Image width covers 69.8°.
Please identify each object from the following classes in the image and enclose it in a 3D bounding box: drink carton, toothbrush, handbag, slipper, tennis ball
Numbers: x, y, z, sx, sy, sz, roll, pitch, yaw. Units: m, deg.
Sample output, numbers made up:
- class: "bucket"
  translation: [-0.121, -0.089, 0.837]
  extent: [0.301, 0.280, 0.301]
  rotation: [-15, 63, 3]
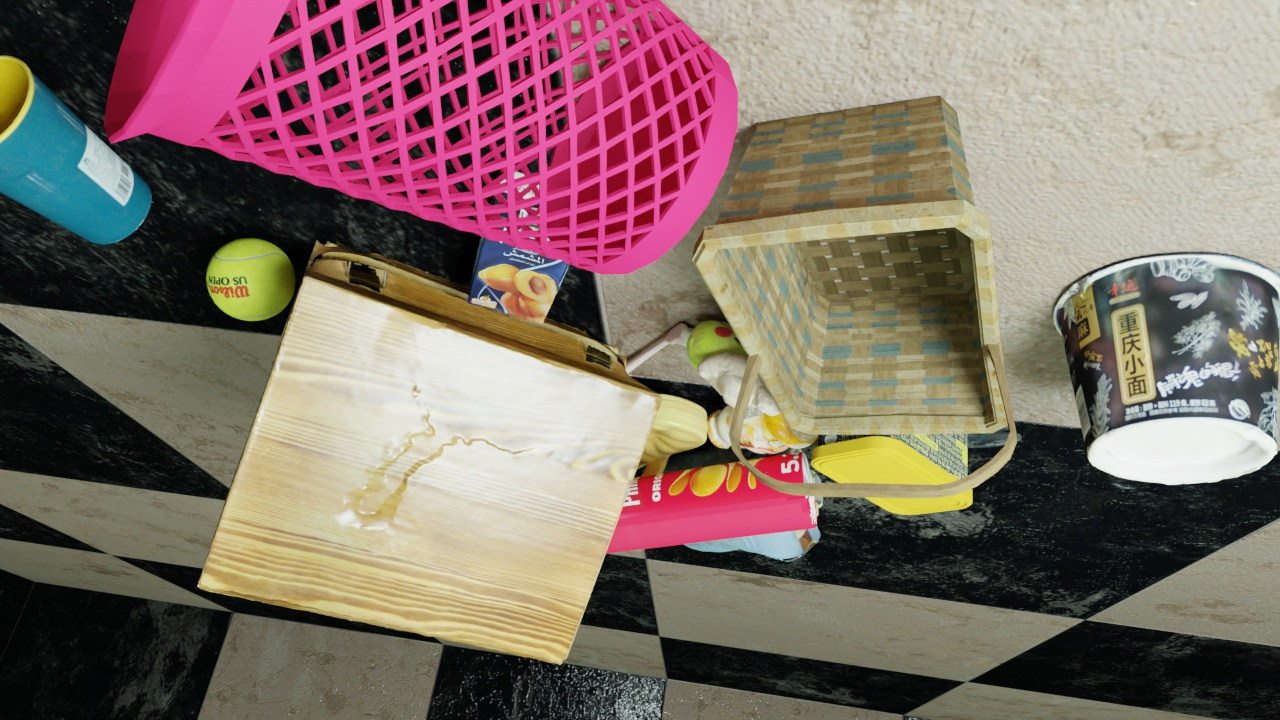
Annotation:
- class: "drink carton"
  translation: [-0.082, -0.077, 0.648]
  extent: [0.064, 0.040, 0.130]
  rotation: [14, 154, -11]
- class: "toothbrush"
  translation: [-0.005, 0.005, 0.816]
  extent: [0.018, 0.015, 0.182]
  rotation: [17, 153, -27]
- class: "handbag"
  translation: [0.107, 0.136, 0.942]
  extent: [0.192, 0.118, 0.122]
  rotation: [-17, 104, 58]
- class: "slipper"
  translation: [-0.025, 0.099, 0.907]
  extent: [0.099, 0.078, 0.264]
  rotation: [19, 155, -24]
- class: "tennis ball"
  translation: [-0.307, -0.064, 0.724]
  extent: [0.065, 0.065, 0.065]
  rotation: [8, 154, 4]

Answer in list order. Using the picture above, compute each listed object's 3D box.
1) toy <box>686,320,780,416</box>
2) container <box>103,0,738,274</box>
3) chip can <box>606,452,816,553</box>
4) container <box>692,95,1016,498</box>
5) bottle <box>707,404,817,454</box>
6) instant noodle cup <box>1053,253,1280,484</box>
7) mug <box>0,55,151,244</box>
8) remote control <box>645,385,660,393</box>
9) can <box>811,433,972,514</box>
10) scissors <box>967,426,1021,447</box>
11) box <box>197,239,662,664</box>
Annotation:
- class: "toy"
  translation: [0.080, 0.006, 0.700]
  extent: [0.092, 0.115, 0.046]
  rotation: [17, 114, -10]
- class: "container"
  translation: [-0.078, -0.135, 0.403]
  extent: [0.225, 0.183, 0.184]
  rotation: [21, 153, -38]
- class: "chip can"
  translation: [0.044, 0.132, 0.831]
  extent: [0.221, 0.069, 0.069]
  rotation: [-10, 149, 15]
- class: "container"
  translation: [0.136, -0.009, 0.544]
  extent: [0.158, 0.186, 0.250]
  rotation: [-2, 151, 23]
- class: "bottle"
  translation: [0.109, 0.053, 0.820]
  extent: [0.063, 0.063, 0.109]
  rotation: [28, 151, -32]
- class: "instant noodle cup"
  translation: [0.347, 0.013, 0.601]
  extent: [0.137, 0.112, 0.137]
  rotation: [9, 155, 4]
- class: "mug"
  translation: [-0.393, -0.132, 0.614]
  extent: [0.078, 0.078, 0.121]
  rotation: [2, 158, 15]
- class: "remote control"
  translation: [-0.020, 0.052, 0.916]
  extent: [0.032, 0.015, 0.137]
  rotation: [18, 155, -17]
- class: "can"
  translation: [0.203, 0.051, 0.733]
  extent: [0.135, 0.104, 0.075]
  rotation: [30, 147, -36]
- class: "scissors"
  translation: [0.276, 0.071, 0.847]
  extent: [0.140, 0.019, 0.128]
  rotation: [16, 154, -7]
- class: "box"
  translation: [-0.177, 0.039, 0.791]
  extent: [0.279, 0.282, 0.315]
  rotation: [20, -175, -19]
